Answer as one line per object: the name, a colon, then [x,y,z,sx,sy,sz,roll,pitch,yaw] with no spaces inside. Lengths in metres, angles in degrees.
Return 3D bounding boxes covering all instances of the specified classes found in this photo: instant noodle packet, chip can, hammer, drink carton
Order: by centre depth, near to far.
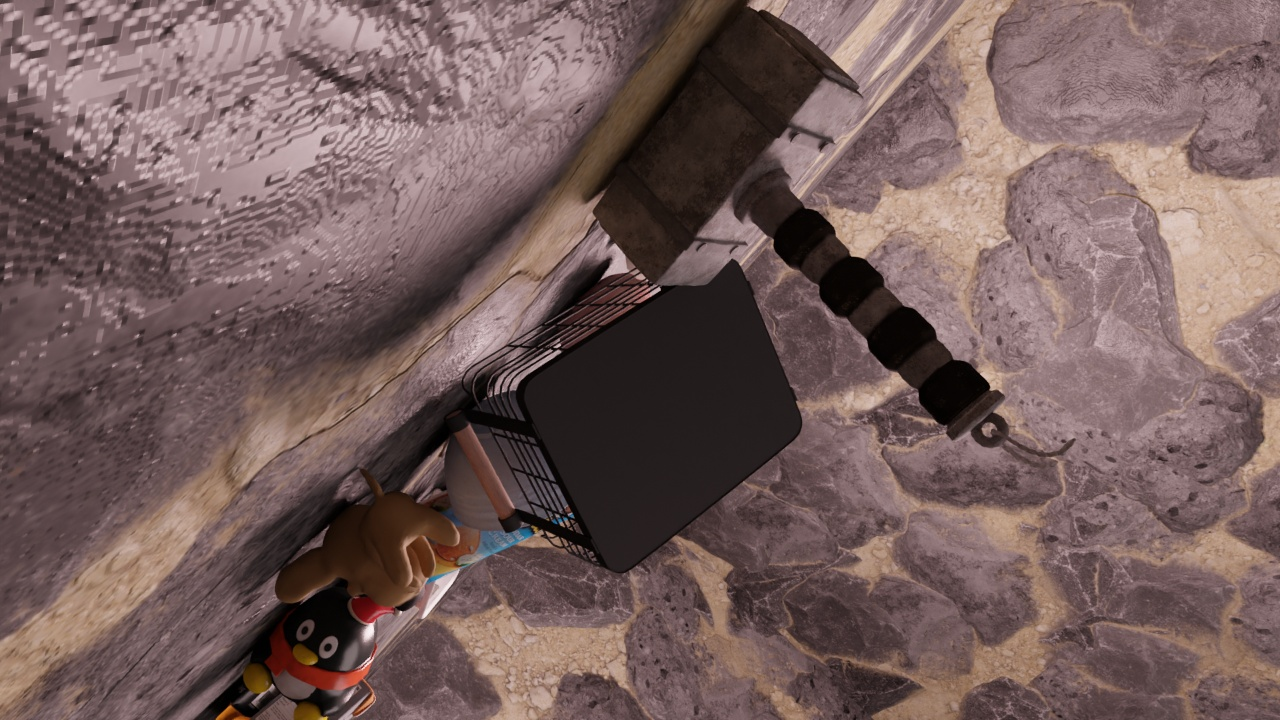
hammer: [0.125,-0.051,0.571,0.177,0.326,0.079,-50,158,26]
chip can: [-0.137,0.141,0.877,0.229,0.080,0.080,-24,172,-8]
drink carton: [-0.345,0.366,0.945,0.124,0.076,0.049,-39,167,-37]
instant noodle packet: [-0.357,0.306,0.994,0.220,0.032,0.160,-46,173,-29]

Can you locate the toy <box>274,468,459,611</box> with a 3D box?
toy: [-0.194,0.138,0.691,0.108,0.106,0.133,-36,-178,46]

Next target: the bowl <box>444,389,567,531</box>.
bowl: [-0.113,0.075,0.822,0.151,0.075,0.150,-16,-152,8]

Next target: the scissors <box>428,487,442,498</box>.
scissors: [-0.262,0.207,0.965,0.178,0.015,0.199,-55,171,-52]

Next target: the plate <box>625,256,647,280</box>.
plate: [0.067,-0.136,0.820,0.188,0.027,0.189,-35,157,-18]

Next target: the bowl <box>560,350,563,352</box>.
bowl: [-0.029,-0.009,0.920,0.116,0.116,0.066,-47,143,-16]

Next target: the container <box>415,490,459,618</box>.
container: [-0.218,0.199,0.969,0.129,0.049,0.080,-66,173,29]

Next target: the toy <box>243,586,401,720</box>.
toy: [-0.289,0.258,0.845,0.119,0.097,0.099,-58,173,16]

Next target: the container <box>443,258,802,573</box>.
container: [-0.008,0.034,0.721,0.240,0.163,0.130,-34,-161,-27]

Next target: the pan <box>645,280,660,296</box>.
pan: [0.058,-0.134,1.211,0.353,0.024,0.217,-45,175,-37]

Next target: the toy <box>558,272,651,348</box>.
toy: [-0.017,-0.038,0.852,0.108,0.105,0.053,-48,139,-31]
